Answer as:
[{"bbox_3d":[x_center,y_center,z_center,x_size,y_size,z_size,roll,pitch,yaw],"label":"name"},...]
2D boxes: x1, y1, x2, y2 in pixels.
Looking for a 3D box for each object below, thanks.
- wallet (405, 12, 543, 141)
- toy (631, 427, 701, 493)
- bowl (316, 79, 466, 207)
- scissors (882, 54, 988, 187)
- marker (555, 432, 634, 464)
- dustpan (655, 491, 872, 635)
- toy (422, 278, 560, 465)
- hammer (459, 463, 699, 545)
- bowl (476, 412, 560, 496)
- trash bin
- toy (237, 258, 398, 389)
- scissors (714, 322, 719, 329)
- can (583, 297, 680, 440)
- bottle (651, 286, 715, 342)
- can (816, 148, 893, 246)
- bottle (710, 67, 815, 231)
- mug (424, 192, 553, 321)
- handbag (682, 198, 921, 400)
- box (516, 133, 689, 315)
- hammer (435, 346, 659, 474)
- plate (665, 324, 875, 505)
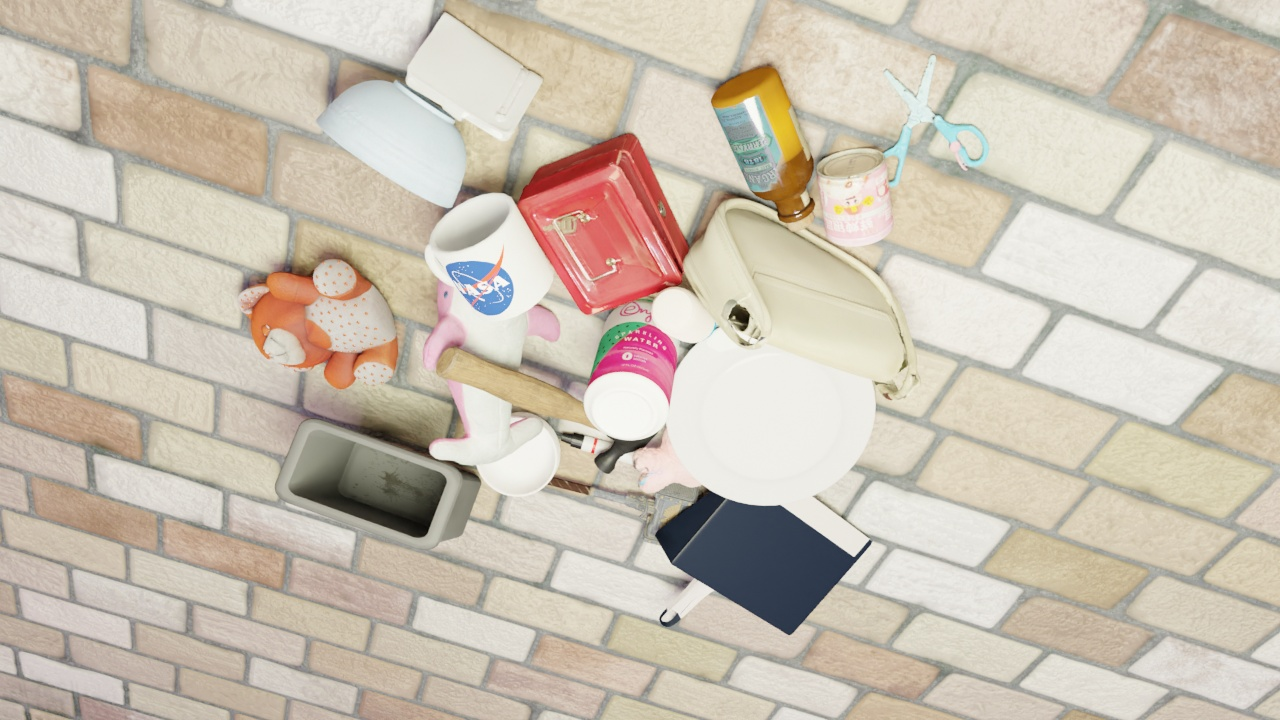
[{"bbox_3d":[-0.159,-0.268,0.879,0.116,0.086,0.032,34,160,-10],"label":"wallet"},{"bbox_3d":[0.041,0.121,1.126,0.105,0.053,0.108,-23,131,-10],"label":"toy"},{"bbox_3d":[-0.227,-0.221,0.888,0.150,0.150,0.075,33,100,-15],"label":"bowl"},{"bbox_3d":[0.264,-0.218,0.883,0.136,0.015,0.126,42,121,-14],"label":"scissors"},{"bbox_3d":[-0.039,0.115,1.170,0.145,0.019,0.019,17,127,-3],"label":"marker"},{"bbox_3d":[0.128,0.269,1.208,0.236,0.080,0.273,37,97,-29],"label":"dustpan"},{"bbox_3d":[-0.187,-0.015,1.041,0.128,0.186,0.266,16,111,45],"label":"toy"},{"bbox_3d":[-0.090,0.165,1.206,0.322,0.044,0.099,14,127,2],"label":"hammer"},{"bbox_3d":[-0.151,0.114,1.154,0.105,0.054,0.105,1,99,6],"label":"bowl"},{"bbox_3d":[-0.303,0.150,1.109,0.192,0.097,0.220,19,171,0],"label":"trash bin"},{"bbox_3d":[-0.378,-0.039,1.067,0.173,0.092,0.164,-8,126,16],"label":"toy"},{"bbox_3d":[0.107,0.014,1.078,0.077,0.017,0.174,-6,121,18],"label":"scissors"},{"bbox_3d":[-0.006,0.006,0.992,0.088,0.165,0.088,4,127,6],"label":"can"},{"bbox_3d":[0.052,-0.045,0.980,0.051,0.146,0.051,-2,85,17],"label":"bottle"},{"bbox_3d":[0.210,-0.159,0.898,0.067,0.067,0.076,-8,123,15],"label":"can"},{"bbox_3d":[0.128,-0.196,0.884,0.068,0.067,0.157,-18,121,21],"label":"bottle"},{"bbox_3d":[-0.159,-0.101,0.912,0.121,0.090,0.090,-3,136,26],"label":"mug"},{"bbox_3d":[0.152,-0.042,0.935,0.229,0.183,0.132,15,131,-22],"label":"handbag"},{"bbox_3d":[-0.037,-0.134,0.945,0.129,0.086,0.158,-17,122,19],"label":"box"},{"bbox_3d":[-0.094,0.043,1.028,0.132,0.040,0.305,-46,137,18],"label":"hammer"},{"bbox_3d":[0.150,0.064,1.060,0.242,0.016,0.243,1,110,2],"label":"plate"}]
